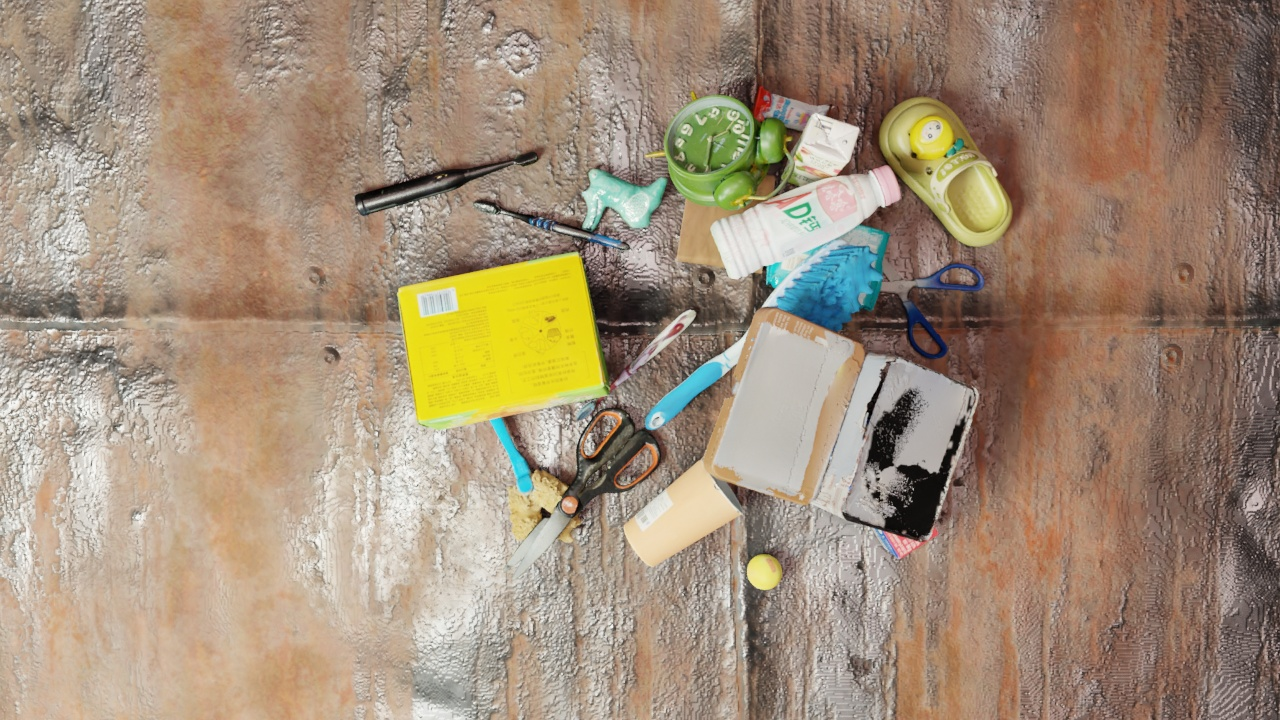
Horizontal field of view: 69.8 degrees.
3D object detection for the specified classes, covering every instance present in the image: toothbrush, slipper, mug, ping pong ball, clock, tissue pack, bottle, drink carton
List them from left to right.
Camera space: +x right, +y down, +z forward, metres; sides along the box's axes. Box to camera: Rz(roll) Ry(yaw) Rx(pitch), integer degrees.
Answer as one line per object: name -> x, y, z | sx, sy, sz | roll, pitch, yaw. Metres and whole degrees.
toothbrush -> -0.220, -0.205, 1.047 | 0.212, 0.027, 0.026 | -15, 78, 0
toothbrush -> -0.103, -0.154, 1.047 | 0.189, 0.016, 0.014 | 17, 103, 4
toothbrush -> -0.006, 0.006, 1.062 | 0.187, 0.017, 0.016 | -42, 93, 3
mug -> 0.045, 0.177, 1.046 | 0.123, 0.078, 0.078 | -37, 93, 6
clock -> 0.094, -0.224, 0.996 | 0.161, 0.056, 0.116 | 32, 85, 27
ping pong ball -> 0.144, 0.245, 1.064 | 0.040, 0.040, 0.040 | 0, 93, 0
bottle -> 0.176, -0.151, 0.977 | 0.197, 0.068, 0.068 | -21, 93, 7
drink carton -> 0.193, -0.223, 0.994 | 0.053, 0.122, 0.045 | 20, 85, 0
tissue pack -> 0.211, -0.115, 1.034 | 0.133, 0.050, 0.093 | 15, 93, 4
slipper -> 0.349, -0.212, 1.016 | 0.091, 0.081, 0.190 | -39, 95, 0

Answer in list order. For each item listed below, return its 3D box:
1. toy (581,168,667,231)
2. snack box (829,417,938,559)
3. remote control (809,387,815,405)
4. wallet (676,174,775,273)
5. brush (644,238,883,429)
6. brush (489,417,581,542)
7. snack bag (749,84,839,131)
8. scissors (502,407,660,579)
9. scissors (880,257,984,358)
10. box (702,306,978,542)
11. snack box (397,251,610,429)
toy -> -0.027, -0.181, 1.047 | 0.092, 0.030, 0.096 | 26, 101, 4
snack box -> 0.256, 0.123, 1.048 | 0.058, 0.057, 0.207 | -32, 92, -1
remote control -> 0.154, 0.059, 1.022 | 0.056, 0.019, 0.135 | 38, 134, 1
wallet -> 0.098, -0.163, 1.051 | 0.101, 0.020, 0.115 | 8, 91, -2
brush -> 0.125, -0.014, 1.000 | 0.060, 0.109, 0.315 | 38, 101, -27
brush -> -0.148, 0.101, 1.058 | 0.083, 0.046, 0.254 | -26, 88, 3
snack bag -> 0.172, -0.279, 1.039 | 0.105, 0.026, 0.045 | 14, 90, -3
scissors -> -0.059, 0.162, 1.030 | 0.148, 0.022, 0.234 | 22, 72, -11
scissors -> 0.313, -0.077, 1.057 | 0.162, 0.012, 0.174 | -18, 93, 5
box -> 0.202, 0.068, 0.933 | 0.259, 0.082, 0.177 | 20, 89, -24
snack box -> -0.150, -0.019, 1.021 | 0.210, 0.070, 0.157 | -11, 81, 1
